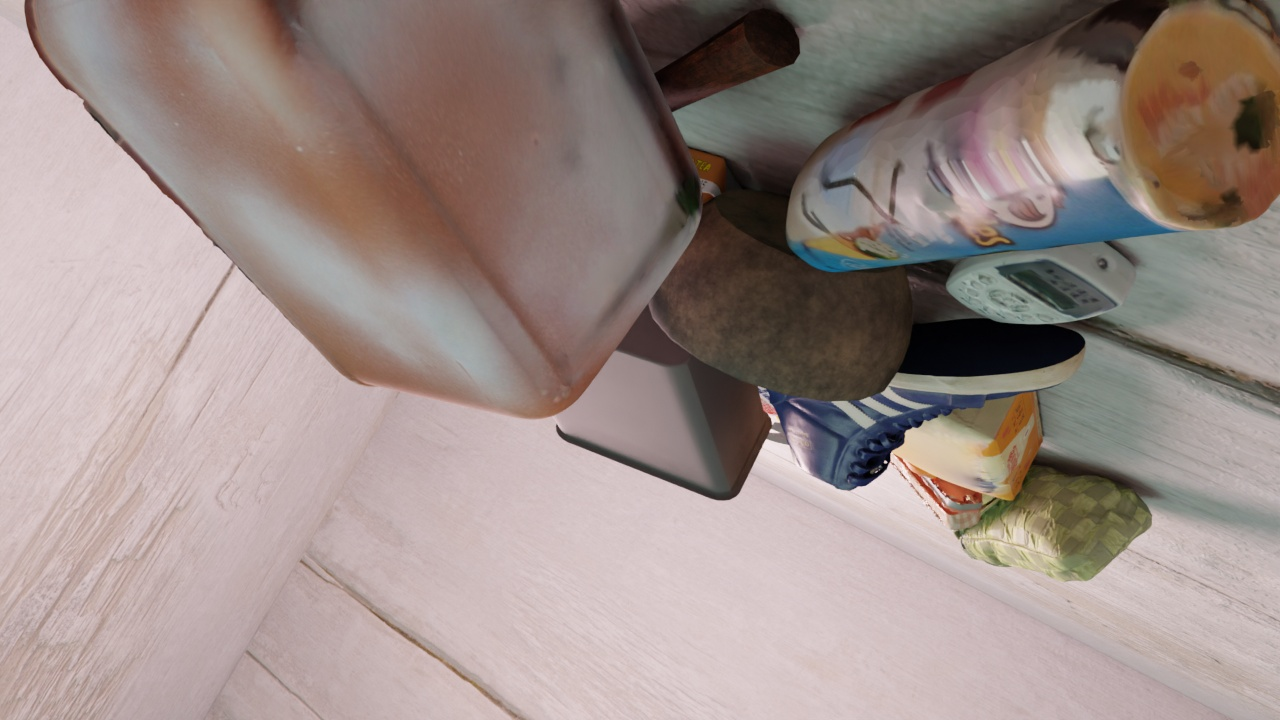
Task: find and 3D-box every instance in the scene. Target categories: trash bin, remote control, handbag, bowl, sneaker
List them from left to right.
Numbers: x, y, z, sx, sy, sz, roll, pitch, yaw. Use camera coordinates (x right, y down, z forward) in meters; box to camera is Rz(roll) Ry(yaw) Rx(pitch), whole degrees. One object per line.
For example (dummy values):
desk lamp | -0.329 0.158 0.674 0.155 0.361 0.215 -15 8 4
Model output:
trash bin | -0.100 -0.109 0.429 0.158 0.181 0.260 11 145 39
trash bin | -0.005 0.004 0.758 0.192 0.097 0.220 19 155 25
bowl | 0.090 -0.048 0.557 0.162 0.070 0.162 13 -152 -7
sneaker | 0.184 0.040 0.633 0.233 0.091 0.118 4 119 41
remote control | 0.211 -0.044 0.497 0.060 0.028 0.114 30 172 -9
handbag | 0.372 0.137 0.865 0.117 0.113 0.187 44 168 -8

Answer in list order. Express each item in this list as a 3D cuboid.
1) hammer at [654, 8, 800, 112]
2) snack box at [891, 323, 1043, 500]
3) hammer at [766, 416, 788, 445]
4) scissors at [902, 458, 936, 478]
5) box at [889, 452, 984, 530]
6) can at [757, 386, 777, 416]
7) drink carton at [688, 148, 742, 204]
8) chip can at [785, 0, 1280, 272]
hammer | -0.014 -0.143 0.539 0.111 0.028 0.301 17 171 -28
snack box | 0.248 0.046 0.769 0.145 0.080 0.195 25 172 32
hammer | 0.085 0.004 1.128 0.323 0.029 0.126 32 -150 6
scissors | 0.284 0.078 0.898 0.130 0.011 0.125 6 -151 2
box | 0.278 0.105 0.911 0.060 0.058 0.186 29 -162 -23
can | 0.121 -0.001 0.946 0.078 0.078 0.136 22 170 45
drink carton | 0.045 -0.101 0.665 0.076 0.048 0.125 25 171 34
chip can | 0.135 -0.079 0.379 0.080 0.079 0.230 31 173 -16
